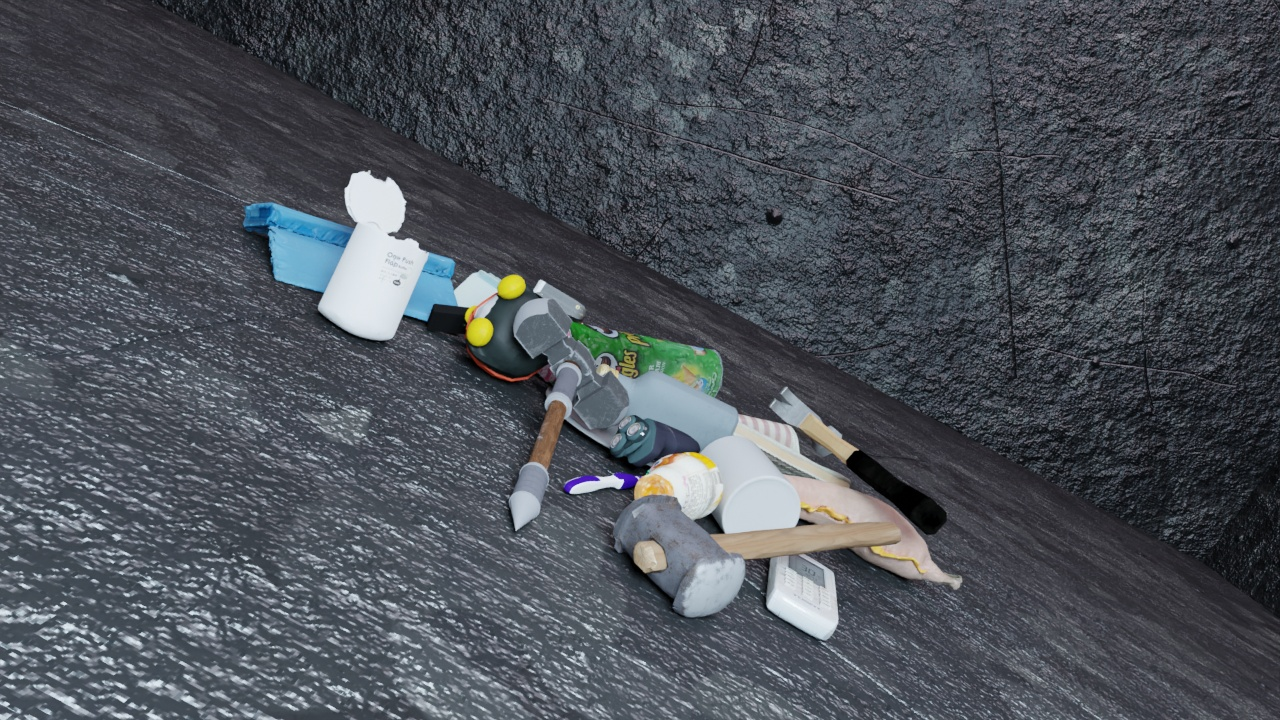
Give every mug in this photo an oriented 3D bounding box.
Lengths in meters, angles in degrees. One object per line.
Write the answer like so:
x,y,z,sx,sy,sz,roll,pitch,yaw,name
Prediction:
0.111,0.141,0.911,0.112,0.078,0.097,54,0,-23,mug

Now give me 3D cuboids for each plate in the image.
-0.026,0.077,1.007,0.178,0.012,0.178,27,10,-6,plate

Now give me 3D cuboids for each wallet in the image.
-0.102,-0.068,1.147,0.072,0.019,0.123,31,-6,-5,wallet

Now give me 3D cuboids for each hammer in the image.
0.248,0.114,1.077,0.131,0.039,0.328,40,2,-23,hammer
-0.077,0.057,0.800,0.156,0.043,0.321,52,17,-16,hammer
0.121,0.154,0.780,0.327,0.052,0.098,5,23,-43,hammer

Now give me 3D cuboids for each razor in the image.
0.021,0.086,0.934,0.142,0.047,0.052,21,40,-56,razor

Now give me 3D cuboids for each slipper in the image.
0.151,0.105,1.132,0.262,0.052,0.115,27,-19,-23,slipper

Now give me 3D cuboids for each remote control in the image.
-0.166,-0.041,1.050,0.150,0.035,0.013,6,52,-24,remote control
0.142,0.201,0.807,0.060,0.025,0.138,29,11,6,remote control

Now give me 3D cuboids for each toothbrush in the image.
-0.019,0.112,0.852,0.016,0.015,0.186,32,12,27,toothbrush

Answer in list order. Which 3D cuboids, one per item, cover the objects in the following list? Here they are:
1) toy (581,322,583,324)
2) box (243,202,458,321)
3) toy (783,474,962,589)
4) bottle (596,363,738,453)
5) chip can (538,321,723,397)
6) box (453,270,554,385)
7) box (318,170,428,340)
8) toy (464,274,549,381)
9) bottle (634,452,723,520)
-0.101,-0.034,1.239,0.102,0.050,0.093,25,14,-1,toy
-0.318,-0.118,1.049,0.231,0.066,0.173,15,19,-42,box
0.212,0.172,1.024,0.264,0.065,0.196,22,7,-23,toy
0.022,0.052,1.007,0.161,0.072,0.046,26,16,-12,bottle
-0.006,0.005,1.073,0.223,0.075,0.075,10,19,-33,chip can
-0.148,-0.031,1.127,0.199,0.086,0.096,31,41,20,box
-0.263,-0.107,0.907,0.084,0.160,0.119,26,-1,-42,box
-0.143,-0.025,0.986,0.099,0.097,0.119,39,-24,-18,toy
0.032,0.116,0.827,0.063,0.063,0.108,32,10,22,bottle
